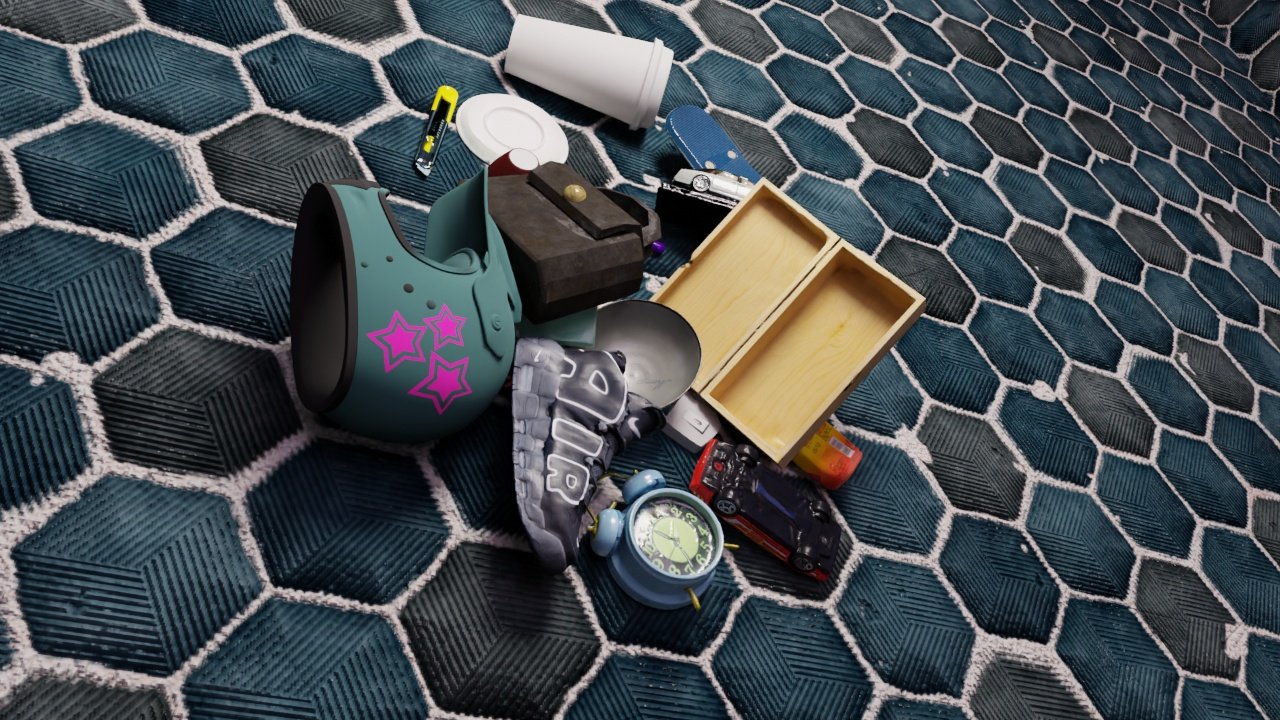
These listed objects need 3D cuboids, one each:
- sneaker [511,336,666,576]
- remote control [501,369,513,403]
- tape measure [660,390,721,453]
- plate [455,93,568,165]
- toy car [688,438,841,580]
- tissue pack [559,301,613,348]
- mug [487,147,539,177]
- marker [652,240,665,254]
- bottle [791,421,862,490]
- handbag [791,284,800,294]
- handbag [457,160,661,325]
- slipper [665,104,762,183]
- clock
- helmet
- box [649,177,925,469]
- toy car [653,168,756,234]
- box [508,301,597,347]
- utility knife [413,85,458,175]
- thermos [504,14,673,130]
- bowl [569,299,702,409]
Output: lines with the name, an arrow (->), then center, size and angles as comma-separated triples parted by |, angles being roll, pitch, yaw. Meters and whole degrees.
sneaker -> -0.047, 0.087, 0.902 | 0.151, 0.097, 0.252 | -5, 58, -3
remote control -> -0.101, 0.064, 0.978 | 0.045, 0.021, 0.140 | -27, 68, -20
tape measure -> 0.059, 0.071, 1.059 | 0.062, 0.020, 0.060 | 38, 47, 3
plate -> -0.170, -0.309, 1.238 | 0.157, 0.014, 0.156 | 14, 50, -18
toy car -> 0.140, 0.164, 1.006 | 0.189, 0.056, 0.081 | 35, 48, -8
tissue pack -> -0.087, -0.062, 1.078 | 0.113, 0.034, 0.099 | -28, 70, -42
mug -> -0.150, -0.203, 1.115 | 0.087, 0.089, 0.114 | -10, 61, -33
marker -> -0.029, -0.170, 1.202 | 0.134, 0.015, 0.018 | 22, 23, -12
bottle -> 0.196, 0.091, 1.096 | 0.134, 0.049, 0.071 | 41, 47, 6
handbag -> 0.152, -0.074, 1.182 | 0.198, 0.101, 0.194 | 21, 47, 4
handbag -> -0.070, -0.144, 1.003 | 0.199, 0.102, 0.197 | -18, 44, -32
slipper -> 0.134, -0.237, 1.312 | 0.295, 0.060, 0.118 | 50, 51, 1
clock -> 0.013, 0.176, 0.927 | 0.162, 0.060, 0.117 | 34, 48, 5
helmet -> -0.215, -0.058, 0.886 | 0.199, 0.177, 0.274 | 3, 77, -41
box -> 0.153, -0.048, 1.070 | 0.253, 0.068, 0.247 | 42, 88, 14
toy car -> 0.120, -0.209, 1.224 | 0.192, 0.094, 0.071 | 18, 74, 3
box -> -0.139, -0.082, 1.023 | 0.187, 0.052, 0.138 | 4, 63, -6
utility knife -> -0.262, -0.295, 1.176 | 0.028, 0.020, 0.172 | 16, 50, -14
thermos -> -0.075, -0.417, 1.307 | 0.222, 0.132, 0.131 | 16, 49, -7
bowl -> -0.006, 0.006, 1.037 | 0.150, 0.057, 0.150 | 1, 59, -2
